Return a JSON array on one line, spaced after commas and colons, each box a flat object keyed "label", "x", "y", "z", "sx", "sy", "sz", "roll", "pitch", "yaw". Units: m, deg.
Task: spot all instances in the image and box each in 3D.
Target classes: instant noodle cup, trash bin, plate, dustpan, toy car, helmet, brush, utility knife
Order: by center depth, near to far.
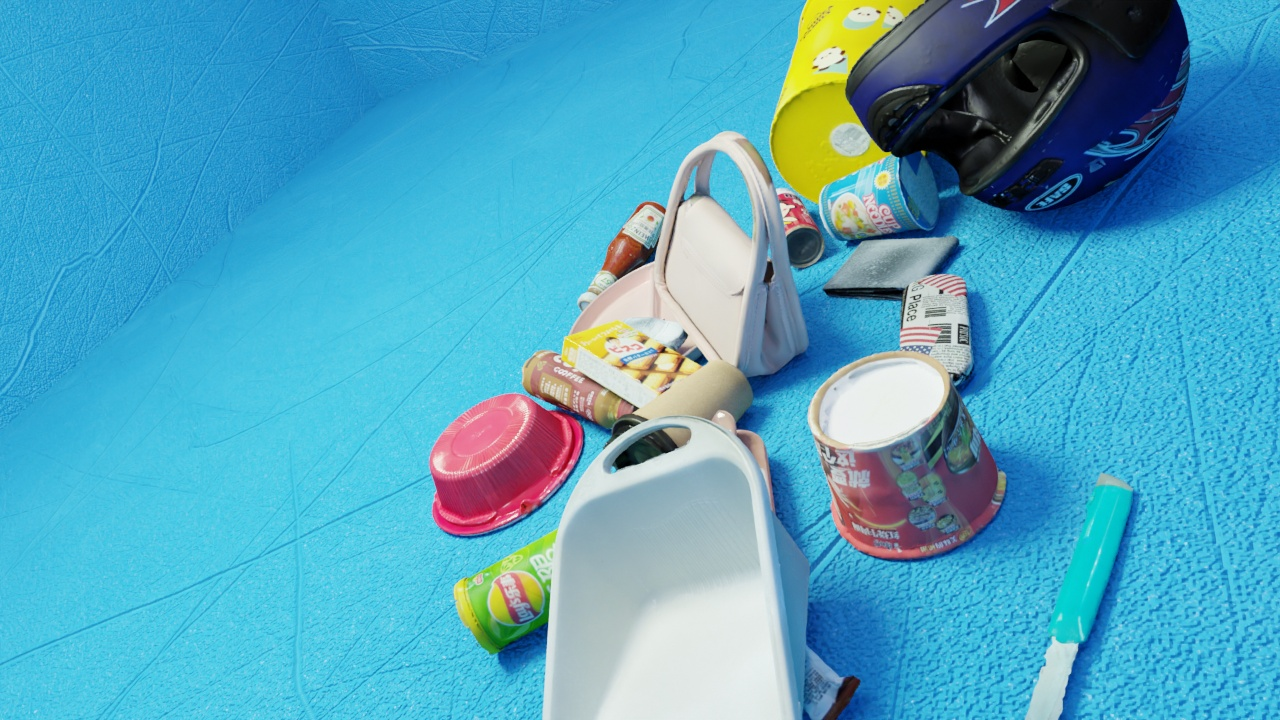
[{"label": "utility knife", "x": 0.285, "y": 0.152, "z": 0.596, "sx": 0.029, "sy": 0.013, "sz": 0.217, "roll": 3, "pitch": 41, "yaw": 41}, {"label": "dustpan", "x": 0.007, "y": 0.173, "z": 0.653, "sx": 0.223, "sy": 0.142, "sz": 0.256, "roll": -25, "pitch": 24, "yaw": 34}, {"label": "instant noodle cup", "x": 0.196, "y": 0.068, "z": 0.707, "sx": 0.138, "sy": 0.108, "sz": 0.137, "roll": -22, "pitch": 31, "yaw": 14}, {"label": "brush", "x": 0.082, "y": 0.104, "z": 0.789, "sx": 0.063, "sy": 0.073, "sz": 0.145, "roll": -21, "pitch": 29, "yaw": 17}, {"label": "helmet", "x": 0.385, "y": -0.265, "z": 0.906, "sx": 0.314, "sy": 0.240, "sz": 0.248, "roll": -34, "pitch": -9, "yaw": -21}, {"label": "instant noodle cup", "x": -0.162, "y": 0.101, "z": 1.016, "sx": 0.194, "sy": 0.066, "sz": 0.193, "roll": -23, "pitch": 30, "yaw": 14}, {"label": "toy car", "x": 0.013, "y": -0.029, "z": 1.036, "sx": 0.091, "sy": 0.034, "sz": 0.042, "roll": 5, "pitch": 45, "yaw": 40}, {"label": "instant noodle cup", "x": 0.269, "y": -0.182, "z": 1.048, "sx": 0.110, "sy": 0.099, "sz": 0.099, "roll": -14, "pitch": 32, "yaw": 42}, {"label": "plate", "x": 0.014, "y": -0.047, "z": 1.112, "sx": 0.230, "sy": 0.028, "sz": 0.229, "roll": -22, "pitch": 34, "yaw": 15}, {"label": "trash bin", "x": 0.281, "y": -0.337, "z": 1.148, "sx": 0.230, "sy": 0.230, "sz": 0.254, "roll": -6, "pitch": 43, "yaw": 35}]

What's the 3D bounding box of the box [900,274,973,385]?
[{"label": "box", "x": 0.276, "y": -0.027, "z": 0.856, "sx": 0.068, "sy": 0.051, "sz": 0.163, "roll": -22, "pitch": 28, "yaw": 33}]

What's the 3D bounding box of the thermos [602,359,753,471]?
[{"label": "thermos", "x": 0.041, "y": 0.062, "z": 0.879, "sx": 0.093, "sy": 0.093, "sz": 0.143, "roll": 8, "pitch": 40, "yaw": 47}]

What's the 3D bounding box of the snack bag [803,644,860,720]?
[{"label": "snack bag", "x": 0.110, "y": 0.214, "z": 0.642, "sx": 0.048, "sy": 0.026, "sz": 0.104, "roll": -53, "pitch": 34, "yaw": -5}]

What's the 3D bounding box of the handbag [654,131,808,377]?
[{"label": "handbag", "x": 0.091, "y": -0.116, "z": 0.929, "sx": 0.093, "sy": 0.235, "sz": 0.193, "roll": -20, "pitch": 45, "yaw": -18}]

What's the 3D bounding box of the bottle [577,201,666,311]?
[{"label": "bottle", "x": -0.024, "y": -0.140, "z": 1.266, "sx": 0.060, "sy": 0.060, "sz": 0.205, "roll": -2, "pitch": 43, "yaw": 40}]

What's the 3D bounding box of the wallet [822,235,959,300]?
[{"label": "wallet", "x": 0.269, "y": -0.101, "z": 0.992, "sx": 0.121, "sy": 0.019, "sz": 0.097, "roll": 7, "pitch": 44, "yaw": 48}]

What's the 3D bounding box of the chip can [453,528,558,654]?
[{"label": "chip can", "x": -0.050, "y": 0.173, "z": 0.801, "sx": 0.221, "sy": 0.072, "sz": 0.072, "roll": -29, "pitch": 30, "yaw": 1}]

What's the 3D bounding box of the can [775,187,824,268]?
[{"label": "can", "x": 0.184, "y": -0.165, "z": 1.126, "sx": 0.053, "sy": 0.053, "sz": 0.132, "roll": -24, "pitch": 30, "yaw": 10}]

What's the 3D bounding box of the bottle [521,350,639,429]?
[{"label": "bottle", "x": -0.058, "y": 0.035, "z": 1.017, "sx": 0.175, "sy": 0.057, "sz": 0.057, "roll": 19, "pitch": 55, "yaw": 42}]

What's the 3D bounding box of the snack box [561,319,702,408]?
[{"label": "snack box", "x": -0.006, "y": 0.006, "z": 0.975, "sx": 0.140, "sy": 0.034, "sz": 0.086, "roll": 28, "pitch": 32, "yaw": 33}]
